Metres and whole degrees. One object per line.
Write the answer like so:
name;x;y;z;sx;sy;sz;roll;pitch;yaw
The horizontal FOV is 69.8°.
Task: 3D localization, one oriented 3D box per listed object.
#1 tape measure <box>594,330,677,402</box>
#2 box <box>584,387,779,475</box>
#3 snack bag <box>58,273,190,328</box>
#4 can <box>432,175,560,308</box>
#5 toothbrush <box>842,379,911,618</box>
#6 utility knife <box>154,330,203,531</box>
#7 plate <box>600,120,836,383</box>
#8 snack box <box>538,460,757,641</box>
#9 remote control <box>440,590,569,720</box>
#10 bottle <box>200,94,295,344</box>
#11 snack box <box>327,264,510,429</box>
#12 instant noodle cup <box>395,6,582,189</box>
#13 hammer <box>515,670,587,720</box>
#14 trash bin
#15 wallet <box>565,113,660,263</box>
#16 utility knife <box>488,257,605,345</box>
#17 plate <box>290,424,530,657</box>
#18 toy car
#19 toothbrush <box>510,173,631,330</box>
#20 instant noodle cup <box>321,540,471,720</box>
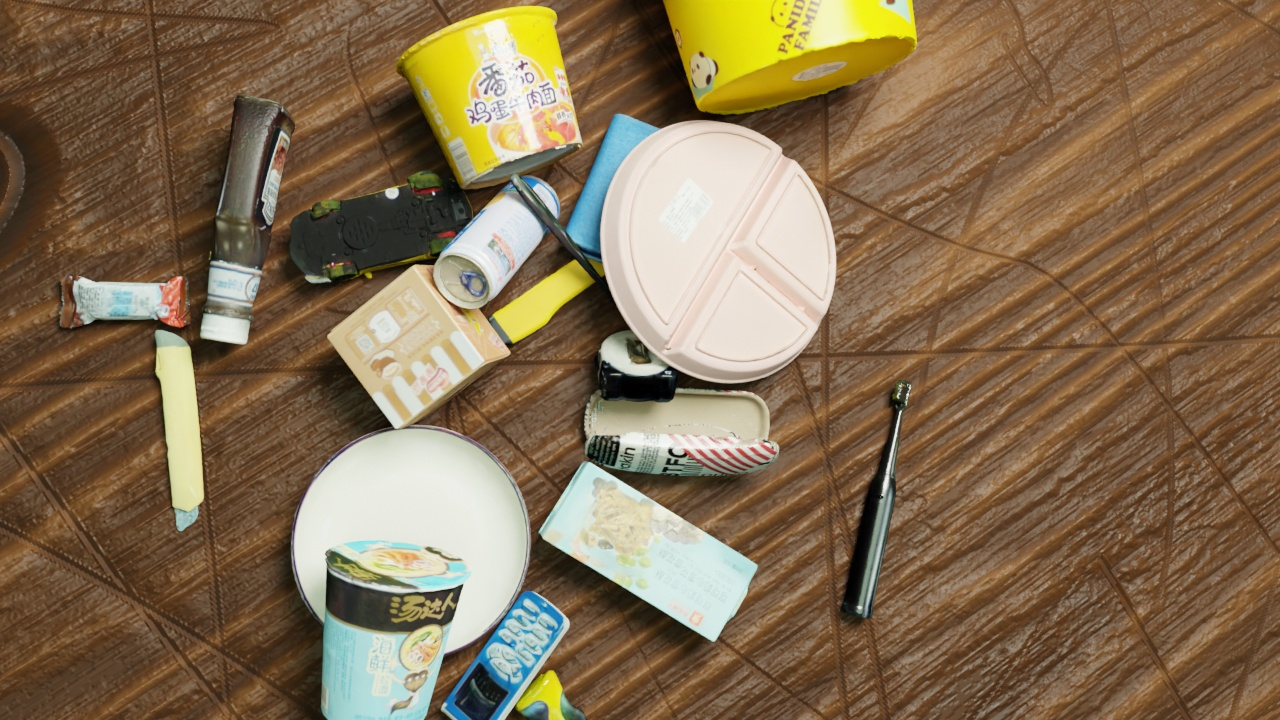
tape measure;-0.005;0.005;0.778;0.065;0.066;0.034;1;128;-11
box;0.033;0.056;0.784;0.162;0.076;0.087;0;59;-5
snack bag;-0.426;-0.049;0.757;0.105;0.026;0.045;0;94;-5
can;-0.114;-0.098;0.743;0.053;0.053;0.134;32;41;-3
toothbrush;0.213;0.121;0.815;0.027;0.026;0.212;18;83;-44
utility knife;-0.382;0.058;0.760;0.031;0.018;0.167;-5;85;-2
plate;0.075;-0.096;0.777;0.229;0.028;0.229;3;82;-25
snack box;0.006;0.159;0.777;0.175;0.052;0.074;32;83;-3
remote control;-0.111;0.256;0.767;0.049;0.024;0.125;33;82;23
bottle;-0.322;-0.111;0.746;0.044;0.080;0.195;10;87;-11
snack box;-0.177;-0.013;0.746;0.093;0.077;0.094;-37;90;9
instant noodle cup;-0.115;-0.210;0.753;0.138;0.138;0.110;-21;96;-7
hammer;0.017;0.393;0.773;0.126;0.032;0.323;-45;92;-8
trash bin;0.105;-0.353;0.744;0.229;0.230;0.255;-14;93;-7
wallet;0.002;-0.140;0.798;0.106;0.040;0.133;22;76;-1
utility knife;-0.048;-0.076;0.804;0.208;0.015;0.033;-35;92;-11
plate;-0.188;0.150;0.763;0.192;0.039;0.192;0;86;-6
toy car;-0.218;-0.111;0.776;0.155;0.041;0.071;-16;88;-9
toothbrush;-0.048;-0.087;0.767;0.181;0.018;0.015;49;44;-26
instant noodle cup;-0.190;0.209;0.692;0.111;0.111;0.120;9;94;-6
